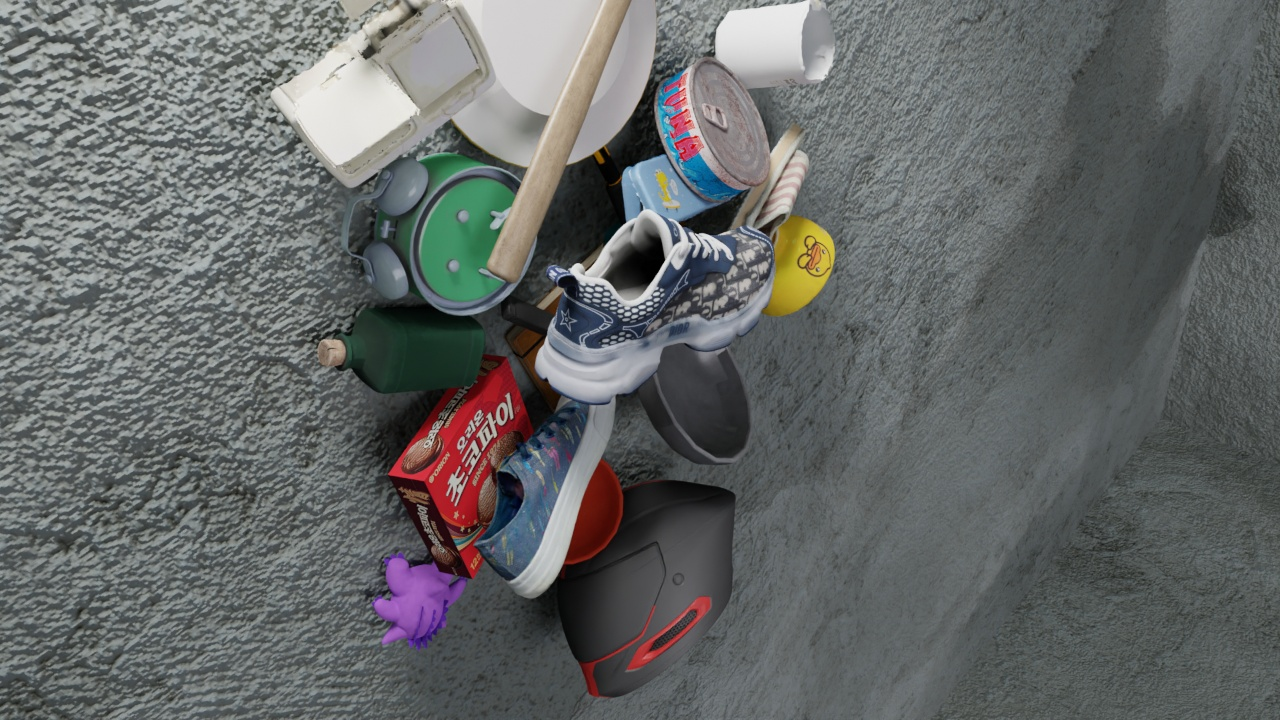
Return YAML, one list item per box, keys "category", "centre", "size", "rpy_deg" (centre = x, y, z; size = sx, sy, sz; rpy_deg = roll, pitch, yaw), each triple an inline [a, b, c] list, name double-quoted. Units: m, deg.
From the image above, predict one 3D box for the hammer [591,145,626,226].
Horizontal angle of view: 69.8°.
- category: "hammer"
  centre: [-0.026, -0.165, 0.851]
  size: [0.123, 0.036, 0.321]
  rpy_deg: [-47, 132, -18]

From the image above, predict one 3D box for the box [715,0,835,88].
- category: "box"
  centre: [0.152, -0.319, 0.877]
  size: [0.084, 0.163, 0.112]
  rpy_deg: [-11, 108, -51]

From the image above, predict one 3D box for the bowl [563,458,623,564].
- category: "bowl"
  centre: [-0.081, 0.150, 0.964]
  size: [0.122, 0.035, 0.122]
  rpy_deg: [1, 88, -15]

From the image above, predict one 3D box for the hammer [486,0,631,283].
- category: "hammer"
  centre: [-0.049, -0.217, 0.732]
  size: [0.119, 0.031, 0.331]
  rpy_deg: [27, 84, -45]

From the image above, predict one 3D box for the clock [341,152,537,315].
- category: "clock"
  centre: [-0.159, -0.100, 0.726]
  size: [0.161, 0.075, 0.122]
  rpy_deg: [-4, 114, -48]

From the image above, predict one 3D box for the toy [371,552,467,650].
- category: "toy"
  centre: [-0.210, 0.233, 0.886]
  size: [0.105, 0.056, 0.088]
  rpy_deg: [-3, 118, -46]

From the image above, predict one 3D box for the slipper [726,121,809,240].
- category: "slipper"
  centre: [0.118, -0.135, 0.958]
  size: [0.262, 0.052, 0.115]
  rpy_deg: [-61, 180, -20]

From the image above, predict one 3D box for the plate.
- category: "plate"
  centre: [-0.071, -0.269, 0.737]
  size: [0.229, 0.021, 0.230]
  rpy_deg: [-15, 116, -36]

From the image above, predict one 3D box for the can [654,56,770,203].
- category: "can"
  centre: [0.070, -0.219, 0.877]
  size: [0.130, 0.044, 0.129]
  rpy_deg: [27, 53, -44]

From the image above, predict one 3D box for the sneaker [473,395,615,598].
- category: "sneaker"
  centre: [-0.093, 0.100, 0.856]
  size: [0.079, 0.088, 0.234]
  rpy_deg: [37, 50, -25]

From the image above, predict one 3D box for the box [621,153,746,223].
- category: "box"
  centre: [0.051, -0.173, 0.883]
  size: [0.209, 0.049, 0.066]
  rpy_deg: [-35, 119, -57]

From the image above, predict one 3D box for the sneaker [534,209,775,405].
- category: "sneaker"
  centre: [0.024, -0.076, 0.785]
  size: [0.268, 0.103, 0.133]
  rpy_deg: [-30, 140, -33]

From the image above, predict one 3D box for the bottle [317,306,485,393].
- category: "bottle"
  centre: [-0.198, -0.009, 0.749]
  size: [0.131, 0.061, 0.061]
  rpy_deg: [-5, 118, -47]

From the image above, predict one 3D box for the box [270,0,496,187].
- category: "box"
  centre: [-0.163, -0.181, 0.603]
  size: [0.145, 0.095, 0.185]
  rpy_deg: [-39, 180, -3]

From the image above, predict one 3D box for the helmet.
- category: "helmet"
  centre: [0.004, 0.231, 1.032]
  size: [0.264, 0.164, 0.170]
  rpy_deg: [-37, 94, -15]

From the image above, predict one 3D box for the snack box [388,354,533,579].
- category: "snack box"
  centre: [-0.152, 0.094, 0.833]
  size: [0.151, 0.036, 0.133]
  rpy_deg: [-63, 150, -42]

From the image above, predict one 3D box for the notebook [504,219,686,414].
- category: "notebook"
  centre: [-0.021, -0.059, 0.952]
  size: [0.248, 0.014, 0.178]
  rpy_deg: [-46, 139, -19]

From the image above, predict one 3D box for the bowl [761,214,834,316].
- category: "bowl"
  centre: [0.152, -0.116, 1.036]
  size: [0.067, 0.117, 0.117]
  rpy_deg: [30, 89, -37]

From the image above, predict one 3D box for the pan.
- category: "pan"
  centre: [-0.005, 0.005, 0.910]
  size: [0.356, 0.041, 0.178]
  rpy_deg: [24, 50, -46]
